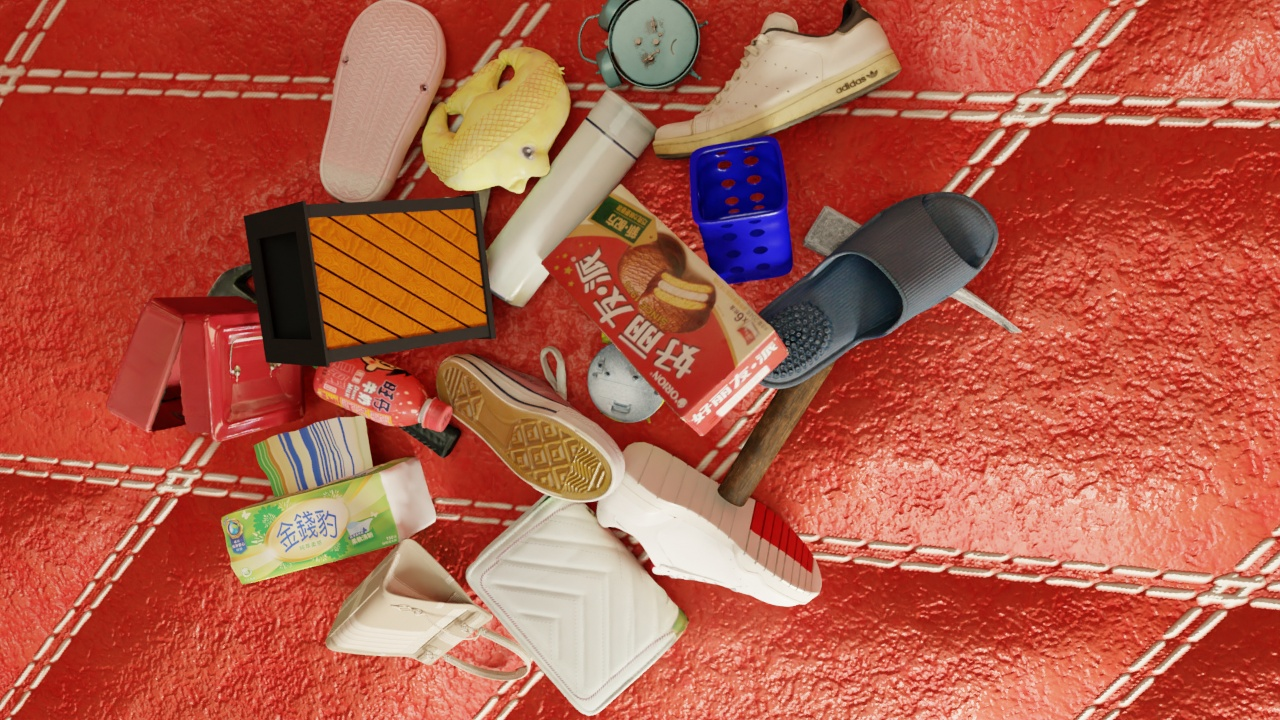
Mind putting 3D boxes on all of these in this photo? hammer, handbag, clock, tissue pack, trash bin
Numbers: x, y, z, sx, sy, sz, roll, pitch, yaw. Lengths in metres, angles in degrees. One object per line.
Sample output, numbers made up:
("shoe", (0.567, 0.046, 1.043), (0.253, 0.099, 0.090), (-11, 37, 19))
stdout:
("hammer", (0.197, 0.030, 0.892), (0.218, 0.037, 0.300), (31, 94, 5))
("handbag", (-0.065, 0.239, 0.945), (0.142, 0.096, 0.198), (-40, 87, -5))
("clock", (0.001, -0.310, 0.900), (0.124, 0.053, 0.090), (8, 96, 9))
("clock", (-0.005, 0.005, 0.925), (0.083, 0.057, 0.119), (14, 100, 14))
("handbag", (-0.206, 0.288, 0.968), (0.198, 0.062, 0.176), (31, 134, -16))
("hammer", (-0.333, 0.004, 0.999), (0.319, 0.032, 0.130), (33, 99, 5))
("tissue pack", (-0.337, 0.137, 0.974), (0.198, 0.120, 0.141), (-16, 91, 4))
("trash bin", (-0.256, -0.079, 0.876), (0.140, 0.171, 0.140), (2, 101, 48))

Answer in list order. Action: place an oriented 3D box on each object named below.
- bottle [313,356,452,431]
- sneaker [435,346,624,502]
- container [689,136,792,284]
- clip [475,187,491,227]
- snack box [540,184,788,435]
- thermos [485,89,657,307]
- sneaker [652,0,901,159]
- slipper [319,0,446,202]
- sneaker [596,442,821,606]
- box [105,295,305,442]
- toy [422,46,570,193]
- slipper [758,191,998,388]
("bottle", (-0.261, 0.034, 0.944), (0.137, 0.062, 0.062), (21, 98, 5))
("sneaker", (-0.101, 0.059, 0.934), (0.241, 0.087, 0.118), (31, 117, 28))
("container", (0.097, -0.136, 0.858), (0.084, 0.114, 0.085), (-7, 64, 10))
("clip", (-0.190, -0.152, 0.967), (0.054, 0.043, 0.102), (13, 97, -4))
("snack box", (0.018, -0.052, 0.862), (0.113, 0.060, 0.236), (-44, 59, 3))
("thermos", (-0.076, -0.160, 0.921), (0.068, 0.068, 0.230), (39, 99, 4))
("sneaker", (0.117, -0.266, 0.864), (0.242, 0.088, 0.102), (-21, 100, 6))
("slipper", (-0.265, -0.264, 0.948), (0.107, 0.055, 0.221), (18, 89, 6))
("sneaker", (0.061, 0.187, 0.929), (0.236, 0.090, 0.104), (30, 121, -2))
("box", (-0.432, 0.000, 0.921), (0.127, 0.157, 0.137), (6, 95, 12))
("toy", (-0.140, -0.235, 0.919), (0.170, 0.064, 0.154), (-35, 65, 10))
("slipper", (0.202, -0.067, 0.831), (0.264, 0.082, 0.101), (-34, 85, 7))
